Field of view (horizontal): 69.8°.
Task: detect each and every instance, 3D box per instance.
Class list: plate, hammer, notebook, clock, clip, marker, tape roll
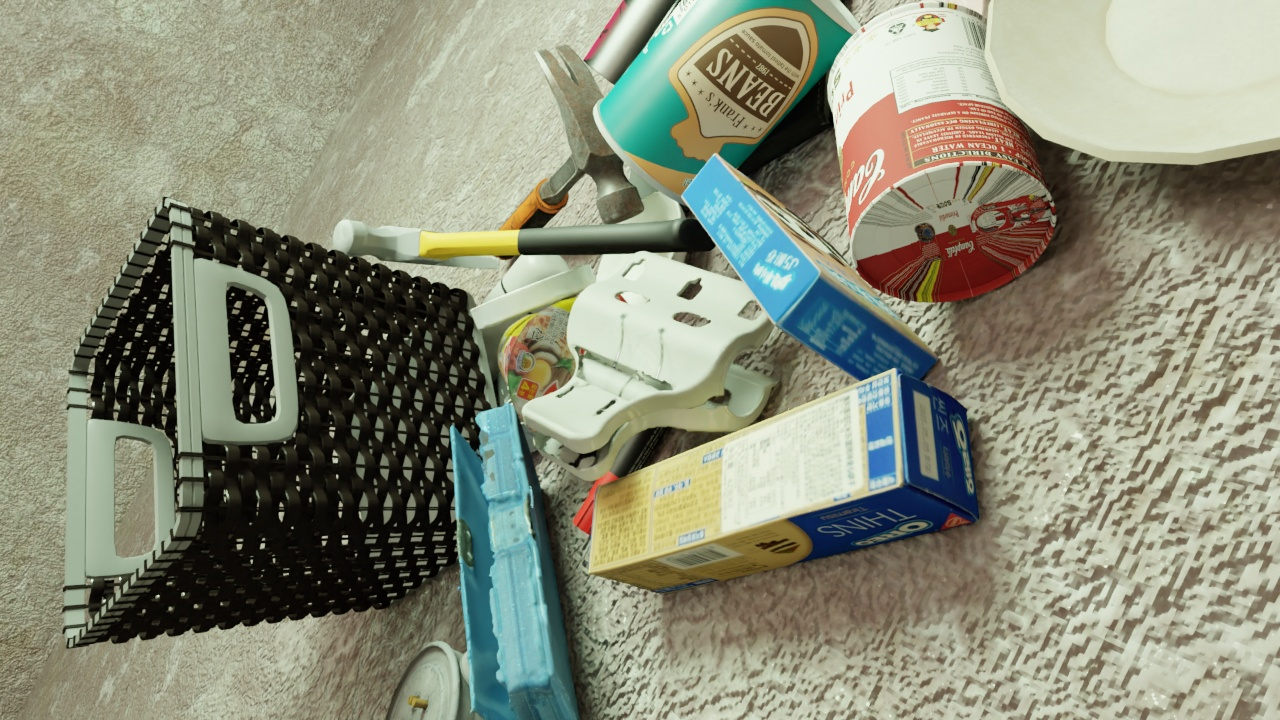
[{"bbox_3d":[0.006,-0.070,0.667,0.105,0.026,0.104,-38,40,42],"label":"plate"},{"bbox_3d":[-0.083,-0.087,0.675,0.324,0.126,0.029,4,91,40],"label":"hammer"},{"bbox_3d":[0.065,-0.194,0.686,0.210,0.029,0.169,-20,51,45],"label":"notebook"},{"bbox_3d":[-0.087,-0.148,0.787,0.315,0.035,0.138,-19,91,67],"label":"hammer"},{"bbox_3d":[-0.122,0.228,0.590,0.148,0.056,0.104,-54,31,16],"label":"clock"},{"bbox_3d":[0.006,0.014,0.534,0.126,0.099,0.152,21,70,44],"label":"clip"},{"bbox_3d":[0.235,-0.151,0.359,0.189,0.027,0.188,-21,53,30],"label":"plate"},{"bbox_3d":[0.002,0.046,0.585,0.145,0.021,0.023,-58,22,6],"label":"marker"},{"bbox_3d":[-0.079,-0.047,0.680,0.094,0.018,0.094,-21,5,2],"label":"tape roll"}]

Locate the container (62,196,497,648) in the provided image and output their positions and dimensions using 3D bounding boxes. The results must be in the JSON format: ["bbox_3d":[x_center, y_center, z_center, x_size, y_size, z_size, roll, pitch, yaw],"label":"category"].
[{"bbox_3d":[-0.274,0.063,0.713,0.246,0.243,0.247,-37,58,36],"label":"container"}]

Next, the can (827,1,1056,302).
[{"bbox_3d":[0.137,-0.099,0.433,0.087,0.086,0.116,-34,40,39],"label":"can"}]

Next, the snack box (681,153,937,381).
[{"bbox_3d":[0.082,-0.047,0.475,0.034,0.087,0.151,-50,31,17],"label":"snack box"}]

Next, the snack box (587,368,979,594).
[{"bbox_3d":[0.059,0.068,0.446,0.207,0.057,0.056,-27,48,44],"label":"snack box"}]

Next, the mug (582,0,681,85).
[{"bbox_3d":[0.018,-0.235,0.666,0.098,0.082,0.118,-53,10,14],"label":"mug"}]

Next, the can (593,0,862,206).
[{"bbox_3d":[0.053,-0.182,0.577,0.144,0.099,0.099,-45,33,28],"label":"can"}]

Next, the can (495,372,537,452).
[{"bbox_3d":[-0.096,0.038,0.731,0.032,0.031,0.080,-51,31,17],"label":"can"}]

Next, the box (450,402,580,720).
[{"bbox_3d":[-0.082,0.132,0.571,0.054,0.093,0.231,-14,38,-5],"label":"box"}]

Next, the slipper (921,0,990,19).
[{"bbox_3d":[0.185,-0.207,0.476,0.240,0.064,0.094,-41,36,34],"label":"slipper"}]

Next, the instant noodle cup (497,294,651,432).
[{"bbox_3d":[-0.058,0.004,0.650,0.100,0.100,0.112,-64,22,-5],"label":"instant noodle cup"}]

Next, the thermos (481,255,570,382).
[{"bbox_3d":[-0.142,-0.009,0.821,0.225,0.052,0.052,-48,32,23],"label":"thermos"}]
